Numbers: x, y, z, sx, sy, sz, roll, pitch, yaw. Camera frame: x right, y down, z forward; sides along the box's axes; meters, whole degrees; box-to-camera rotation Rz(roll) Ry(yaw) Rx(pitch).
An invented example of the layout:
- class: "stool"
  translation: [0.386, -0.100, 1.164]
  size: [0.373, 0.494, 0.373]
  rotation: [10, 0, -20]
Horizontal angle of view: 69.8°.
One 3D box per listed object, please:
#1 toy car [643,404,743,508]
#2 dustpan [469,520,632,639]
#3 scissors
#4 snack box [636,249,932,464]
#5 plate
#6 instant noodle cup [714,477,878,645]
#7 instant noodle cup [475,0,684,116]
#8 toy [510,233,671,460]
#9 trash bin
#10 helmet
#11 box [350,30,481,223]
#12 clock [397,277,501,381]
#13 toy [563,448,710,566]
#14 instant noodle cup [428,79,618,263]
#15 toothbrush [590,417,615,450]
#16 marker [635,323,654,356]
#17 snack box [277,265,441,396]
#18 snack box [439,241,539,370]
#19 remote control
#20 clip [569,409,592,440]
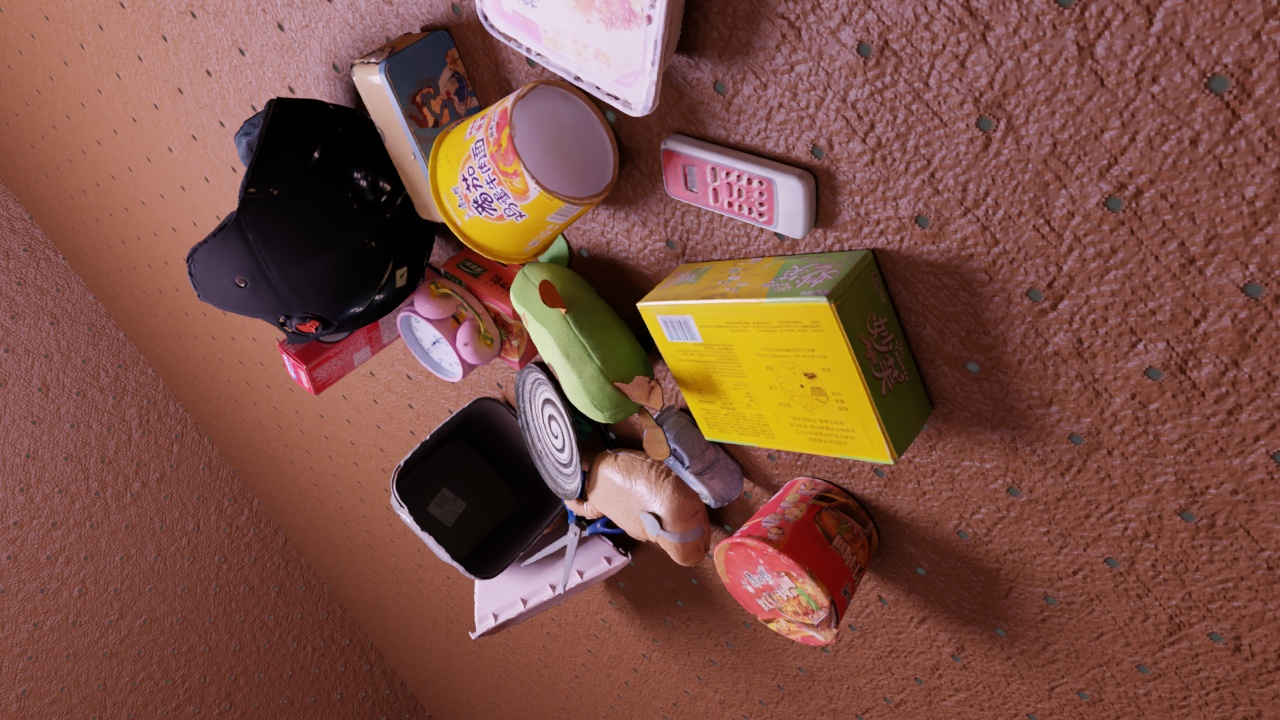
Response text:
- class: "toy car"
  translation: [0.058, 0.100, 0.960]
  size: [0.120, 0.054, 0.037]
  rotation: [44, 150, 2]
- class: "dustpan"
  translation: [-0.116, 0.330, 1.263]
  size: [0.273, 0.222, 0.139]
  rotation: [-145, 33, -73]
- class: "scissors"
  translation: [-0.076, 0.212, 1.171]
  size: [0.162, 0.175, 0.012]
  rotation: [-12, 142, 8]
- class: "snack box"
  translation: [0.115, -0.003, 0.762]
  size: [0.210, 0.069, 0.158]
  rotation: [2, 128, 48]
- class: "plate"
  translation: [-0.108, 0.086, 1.128]
  size: [0.179, 0.024, 0.180]
  rotation: [40, 140, 45]
- class: "instant noodle cup"
  translation: [0.156, 0.188, 0.893]
  size: [0.138, 0.108, 0.138]
  rotation: [30, 145, 24]
- class: "instant noodle cup"
  translation: [-0.037, -0.270, 0.650]
  size: [0.173, 0.060, 0.138]
  rotation: [36, 147, 18]
- class: "toy"
  translation: [-0.050, -0.012, 0.894]
  size: [0.246, 0.090, 0.227]
  rotation: [51, 172, 29]
- class: "trash bin"
  translation: [-0.243, 0.188, 1.292]
  size: [0.199, 0.198, 0.220]
  rotation: [49, 154, -5]
- class: "helmet"
  translation: [-0.332, -0.142, 0.975]
  size: [0.230, 0.233, 0.275]
  rotation: [2, 140, -4]
- class: "box"
  translation: [-0.194, -0.213, 0.871]
  size: [0.059, 0.089, 0.184]
  rotation: [12, 137, 41]
- class: "clock"
  translation: [-0.212, -0.037, 1.029]
  size: [0.117, 0.059, 0.159]
  rotation: [48, 147, -6]
- class: "toy"
  translation: [-0.011, 0.163, 1.088]
  size: [0.226, 0.082, 0.143]
  rotation: [12, 122, 46]
- class: "instant noodle cup"
  translation: [-0.093, -0.164, 0.775]
  size: [0.110, 0.137, 0.138]
  rotation: [-21, 110, 48]
- class: "toothbrush"
  translation: [-0.055, 0.068, 1.094]
  size: [0.017, 0.014, 0.189]
  rotation: [16, 138, 50]
- class: "marker"
  translation: [-0.006, 0.006, 0.959]
  size: [0.022, 0.020, 0.132]
  rotation: [63, 155, 23]
- class: "snack box"
  translation: [-0.330, -0.045, 1.105]
  size: [0.057, 0.206, 0.058]
  rotation: [33, 145, 24]
- class: "snack box"
  translation: [-0.171, -0.066, 1.048]
  size: [0.113, 0.044, 0.127]
  rotation: [31, 145, 23]
- class: "remote control"
  translation: [0.073, -0.135, 0.710]
  size: [0.136, 0.020, 0.056]
  rotation: [25, 142, 31]
- class: "clip"
  translation: [-0.084, 0.075, 1.136]
  size: [0.055, 0.013, 0.038]
  rotation: [42, 147, 8]
